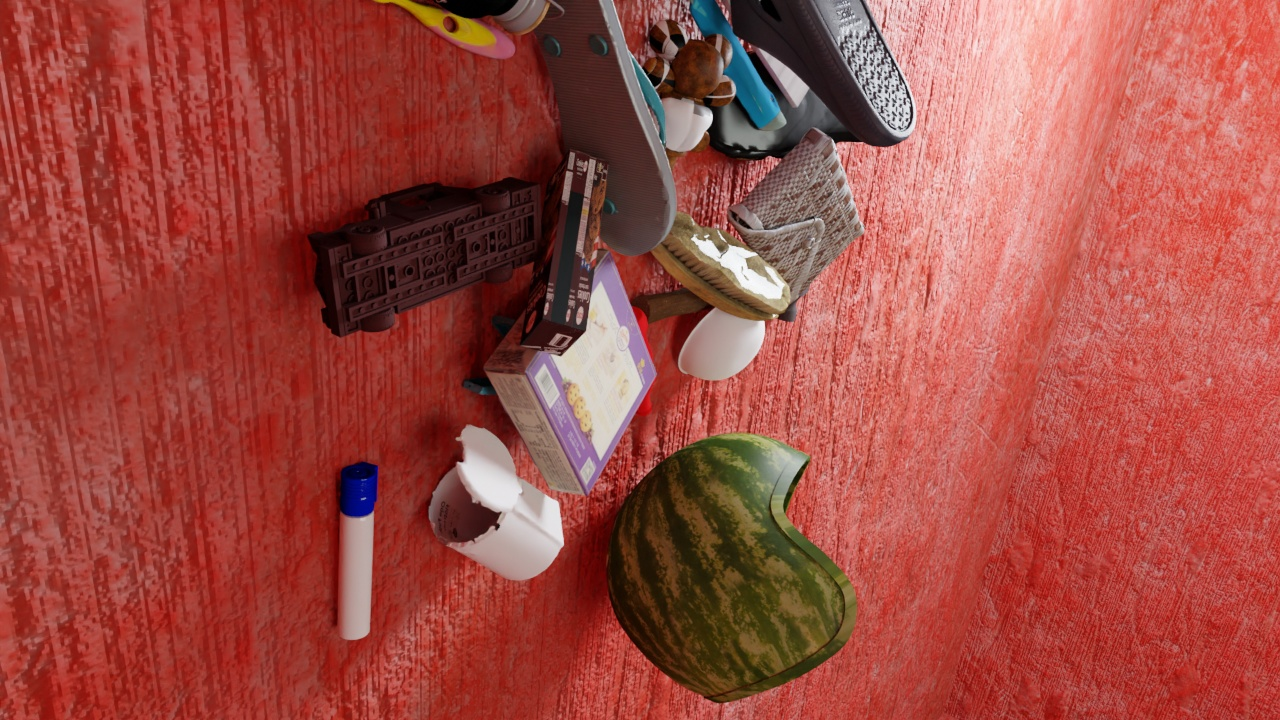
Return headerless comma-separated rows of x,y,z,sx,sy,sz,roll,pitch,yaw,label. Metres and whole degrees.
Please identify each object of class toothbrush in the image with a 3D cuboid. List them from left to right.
-0.126,-0.215,0.579,0.135,0.016,0.021,0,106,-58,toothbrush

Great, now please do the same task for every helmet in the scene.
0.085,0.203,0.924,0.243,0.247,0.213,-23,163,4,helmet

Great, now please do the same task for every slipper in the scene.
-0.018,-0.192,0.672,0.054,0.098,0.269,-47,141,-28,slipper
0.156,-0.255,0.919,0.267,0.076,0.113,-14,112,-35,slipper
0.133,-0.289,0.769,0.110,0.084,0.268,-38,99,-43,slipper

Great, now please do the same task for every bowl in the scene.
0.094,-0.015,0.955,0.109,0.040,0.110,-34,153,-20,bowl

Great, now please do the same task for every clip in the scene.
-0.096,0.025,0.753,0.127,0.028,0.114,12,100,-57,clip

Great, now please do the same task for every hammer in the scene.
0.098,-0.077,0.973,0.322,0.033,0.115,-17,124,-50,hammer

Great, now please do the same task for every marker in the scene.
-0.204,0.139,0.662,0.027,0.023,0.133,-47,148,-66,marker

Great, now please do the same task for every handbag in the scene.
0.166,-0.137,0.934,0.124,0.047,0.186,-47,148,0,handbag

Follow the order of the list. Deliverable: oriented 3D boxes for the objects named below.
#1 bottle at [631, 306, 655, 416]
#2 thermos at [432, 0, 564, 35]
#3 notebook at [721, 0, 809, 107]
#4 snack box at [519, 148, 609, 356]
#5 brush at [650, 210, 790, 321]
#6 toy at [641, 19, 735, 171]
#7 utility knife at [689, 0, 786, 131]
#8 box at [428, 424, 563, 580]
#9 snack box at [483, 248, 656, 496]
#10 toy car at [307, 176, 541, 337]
-0.005,0.005,0.862,0.036,0.036,0.119,-44,140,-33,bottle
-0.124,-0.245,0.519,0.231,0.061,0.061,14,96,-57,thermos
0.119,-0.351,0.806,0.209,0.009,0.142,43,72,-38,notebook
-0.055,-0.079,0.669,0.031,0.051,0.140,16,64,-20,snack box
0.077,-0.088,0.876,0.195,0.043,0.059,28,58,-38,brush
0.033,-0.217,0.770,0.087,0.067,0.113,6,126,-28,toy
0.073,-0.276,0.792,0.031,0.015,0.205,-44,128,-6,utility knife
-0.119,0.111,0.716,0.166,0.092,0.083,47,30,-53,box
-0.050,0.009,0.746,0.147,0.041,0.143,-59,142,-37,snack box
-0.140,-0.075,0.594,0.169,0.062,0.070,-30,131,-45,toy car
